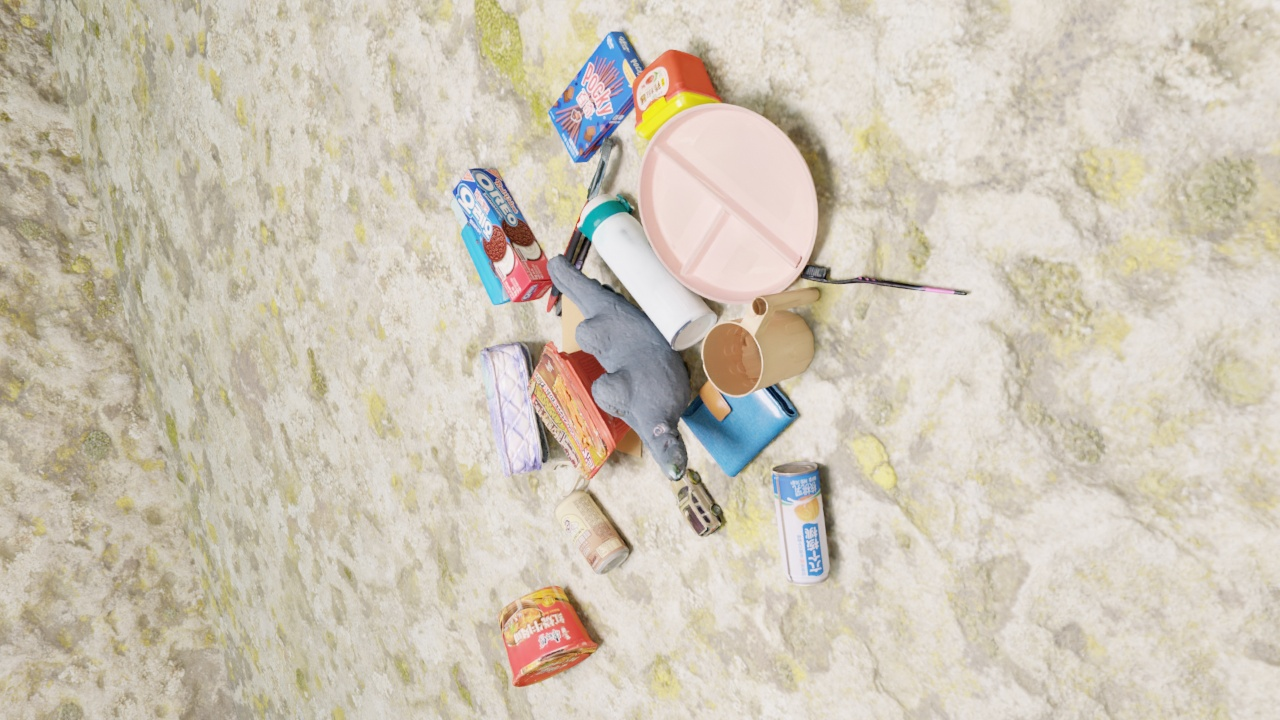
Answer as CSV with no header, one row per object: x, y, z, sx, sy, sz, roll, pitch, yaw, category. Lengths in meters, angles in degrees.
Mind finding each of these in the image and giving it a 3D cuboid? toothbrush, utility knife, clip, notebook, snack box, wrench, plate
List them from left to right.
-0.252,-0.171,1.419,0.034,0.018,0.199,-36,75,31,utility knife
-0.200,-0.184,1.337,0.058,0.057,0.207,-43,70,39,snack box
-0.096,0.148,1.338,0.092,0.034,0.103,39,121,29,clip
-0.086,-0.174,1.238,0.056,0.016,0.274,-89,19,-54,wrench
-0.086,-0.137,1.266,0.014,0.016,0.189,37,123,20,toothbrush
-0.055,-0.334,1.176,0.158,0.026,0.084,-40,72,43,snack box
-0.054,0.020,1.270,0.148,0.008,0.208,14,111,36,notebook
0.039,-0.304,1.061,0.091,0.081,0.080,-30,66,44,snack box
0.098,-0.175,1.036,0.230,0.028,0.230,18,122,30,plate
0.248,-0.083,0.954,0.189,0.014,0.018,12,96,42,toothbrush

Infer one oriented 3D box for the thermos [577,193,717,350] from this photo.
0.005,-0.118,1.148,0.224,0.073,0.073,53,131,22,thermos

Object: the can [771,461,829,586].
0.185,0.187,1.057,0.053,0.053,0.134,-1,100,45,can

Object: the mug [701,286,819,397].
0.139,-0.026,1.011,0.084,0.103,0.125,44,127,28,mug

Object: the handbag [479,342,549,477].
-0.186,0.072,1.358,0.134,0.075,0.194,-164,65,-76,handbag

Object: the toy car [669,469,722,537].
0.068,0.183,1.185,0.042,0.035,0.090,-48,64,39,toy car

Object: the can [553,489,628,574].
-0.071,0.247,1.320,0.116,0.058,0.059,51,131,23,can

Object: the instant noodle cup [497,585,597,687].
-0.149,0.417,1.397,0.138,0.137,0.108,-51,57,39,instant noodle cup

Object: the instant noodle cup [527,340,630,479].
-0.075,0.060,1.214,0.164,0.079,0.189,58,158,10,instant noodle cup

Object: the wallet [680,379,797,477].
0.116,0.065,1.107,0.106,0.040,0.133,52,131,16,wallet

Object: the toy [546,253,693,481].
-0.007,0.007,1.132,0.092,0.137,0.356,-48,53,28,toy
